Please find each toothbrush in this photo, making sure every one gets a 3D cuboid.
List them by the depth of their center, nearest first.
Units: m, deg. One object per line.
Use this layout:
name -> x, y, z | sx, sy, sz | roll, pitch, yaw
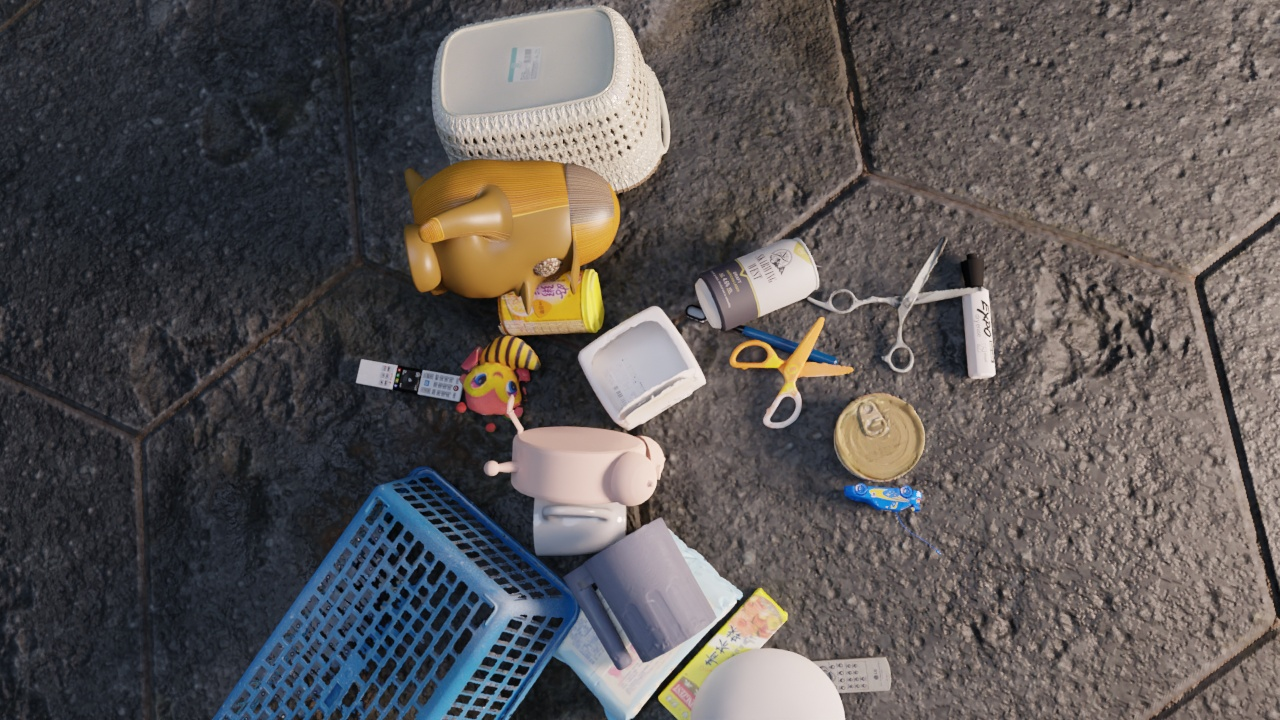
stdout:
toothbrush -> 0.125, -0.025, 0.960 | 0.168, 0.014, 0.014 | 21, 85, 11

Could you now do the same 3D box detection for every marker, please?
marker -> 0.337, -0.045, 0.921 | 0.025, 0.025, 0.125 | -3, 81, 9

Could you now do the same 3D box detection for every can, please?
can -> 0.235, 0.077, 0.909 | 0.086, 0.043, 0.086 | -1, 81, 9
can -> 0.124, -0.080, 0.937 | 0.127, 0.064, 0.064 | -23, 78, -3
can -> -0.095, -0.061, 0.975 | 0.105, 0.067, 0.067 | -2, 81, 10

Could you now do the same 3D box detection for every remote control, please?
remote control -> 0.174, 0.310, 0.898 | 0.136, 0.013, 0.033 | -6, 80, 9
remote control -> -0.254, 0.022, 1.017 | 0.124, 0.012, 0.028 | 9, 83, 11

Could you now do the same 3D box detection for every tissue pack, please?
tissue pack -> 0.000, 0.261, 0.908 | 0.112, 0.070, 0.182 | 42, 92, 13

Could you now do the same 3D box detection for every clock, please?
clock -> -0.058, 0.091, 0.906 | 0.160, 0.131, 0.086 | 12, 97, 6

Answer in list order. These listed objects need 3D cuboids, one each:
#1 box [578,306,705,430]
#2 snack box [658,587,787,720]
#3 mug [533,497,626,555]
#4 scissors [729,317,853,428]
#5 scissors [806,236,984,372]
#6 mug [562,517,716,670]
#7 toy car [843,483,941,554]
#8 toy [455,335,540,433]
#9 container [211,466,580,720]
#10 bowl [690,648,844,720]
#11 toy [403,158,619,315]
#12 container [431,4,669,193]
box -> 0.000, 0.014, 0.913 | 0.109, 0.137, 0.126 | -32, 76, 5
snack box -> 0.082, 0.293, 0.908 | 0.040, 0.029, 0.148 | 43, 90, 13
mug -> -0.060, 0.157, 0.916 | 0.089, 0.107, 0.071 | 0, 72, 1
scissors -> 0.154, 0.016, 0.941 | 0.125, 0.011, 0.127 | 1, 92, 13
scissors -> 0.256, -0.061, 0.933 | 0.174, 0.014, 0.141 | 9, 95, 18
mug -> -0.005, 0.219, 0.844 | 0.124, 0.083, 0.104 | -38, 78, 30
toy car -> 0.246, 0.155, 0.898 | 0.092, 0.033, 0.061 | 2, 75, 10
toy -> -0.153, 0.020, 0.983 | 0.084, 0.046, 0.103 | 36, 98, 6
container -> -0.261, 0.307, 0.902 | 0.257, 0.089, 0.362 | 34, 88, 28
bowl -> 0.123, 0.352, 0.867 | 0.149, 0.043, 0.149 | 0, 92, 0
toy -> -0.120, -0.126, 0.908 | 0.203, 0.198, 0.162 | -10, 92, -2
container -> -0.101, -0.270, 0.971 | 0.246, 0.143, 0.184 | -7, 67, 8
